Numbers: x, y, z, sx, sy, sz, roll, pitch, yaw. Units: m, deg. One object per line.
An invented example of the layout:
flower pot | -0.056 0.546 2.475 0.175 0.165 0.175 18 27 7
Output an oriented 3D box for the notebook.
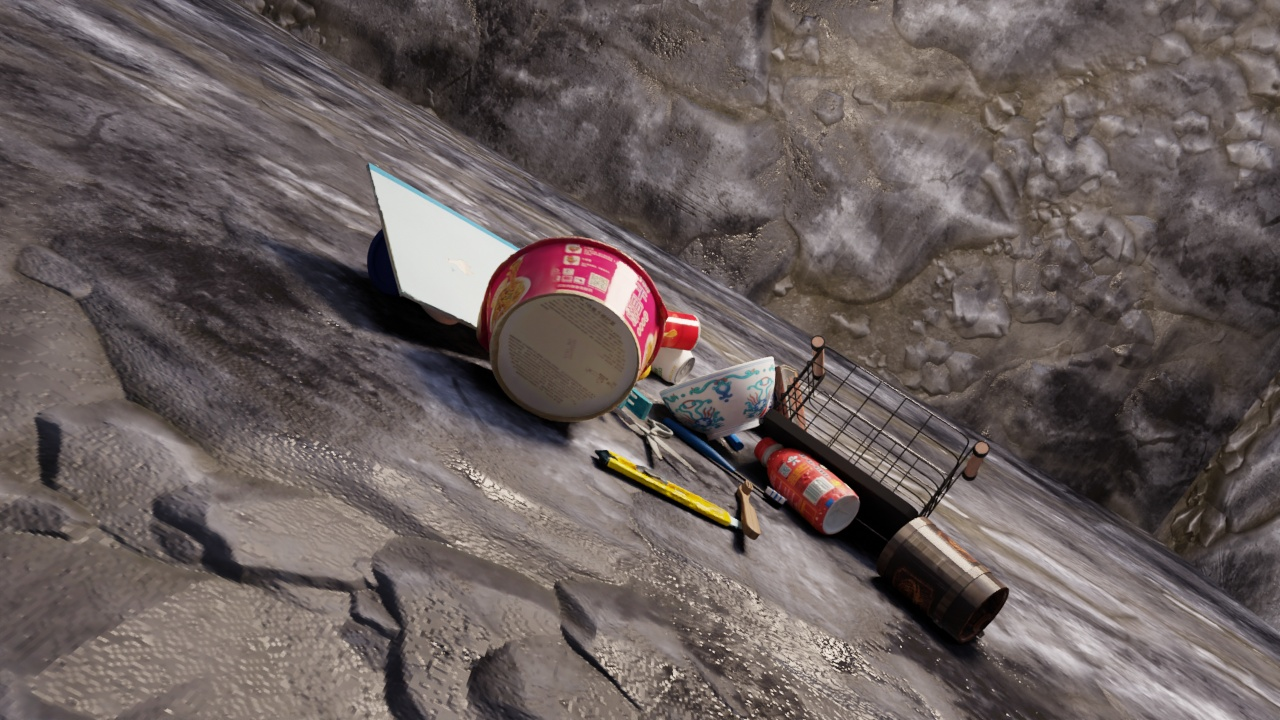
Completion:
notebook | -0.173 -0.092 0.968 0.253 0.009 0.181 28 33 -50

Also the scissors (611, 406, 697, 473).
scissors | -0.002 0.072 0.981 0.162 0.014 0.141 32 9 8

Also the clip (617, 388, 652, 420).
clip | -0.049 0.017 1.013 0.121 0.031 0.130 33 4 -14

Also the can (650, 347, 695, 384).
can | 0.024 -0.013 1.290 0.101 0.055 0.054 35 13 21

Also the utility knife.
utility knife | 0.030 0.122 0.856 0.164 0.017 0.030 31 16 -15

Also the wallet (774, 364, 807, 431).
wallet | 0.213 0.071 1.299 0.072 0.019 0.123 17 62 -63

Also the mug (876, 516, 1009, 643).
mug | 0.318 0.237 0.963 0.107 0.080 0.116 42 -10 39

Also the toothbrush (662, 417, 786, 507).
toothbrush | 0.093 0.114 1.038 0.168 0.014 0.014 35 2 19

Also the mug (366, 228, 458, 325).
mug | -0.228 -0.087 0.969 0.076 0.075 0.112 6 52 -63

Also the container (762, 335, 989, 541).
container | 0.274 0.100 1.111 0.241 0.130 0.163 36 -12 23

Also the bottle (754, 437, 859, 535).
bottle | 0.183 0.136 1.050 0.062 0.062 0.137 19 18 -43

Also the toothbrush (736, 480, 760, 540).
toothbrush | 0.106 0.146 0.906 0.016 0.016 0.166 36 8 -1

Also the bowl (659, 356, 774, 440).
bowl | 0.102 0.053 1.110 0.143 0.144 0.074 -4 76 -70

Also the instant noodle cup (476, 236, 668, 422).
instant noodle cup | -0.067 -0.019 0.856 0.178 0.179 0.077 28 29 -14

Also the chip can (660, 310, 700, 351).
chip can | -0.025 -0.050 1.202 0.214 0.052 0.052 8 22 -26

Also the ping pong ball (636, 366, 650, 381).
ping pong ball | -0.007 0.007 1.168 0.040 0.040 0.040 29 12 -7

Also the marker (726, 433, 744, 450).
marker | 0.103 0.081 1.203 0.013 0.013 0.142 25 13 -25

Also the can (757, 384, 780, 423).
can | 0.168 0.056 1.322 0.070 0.070 0.132 37 13 26
